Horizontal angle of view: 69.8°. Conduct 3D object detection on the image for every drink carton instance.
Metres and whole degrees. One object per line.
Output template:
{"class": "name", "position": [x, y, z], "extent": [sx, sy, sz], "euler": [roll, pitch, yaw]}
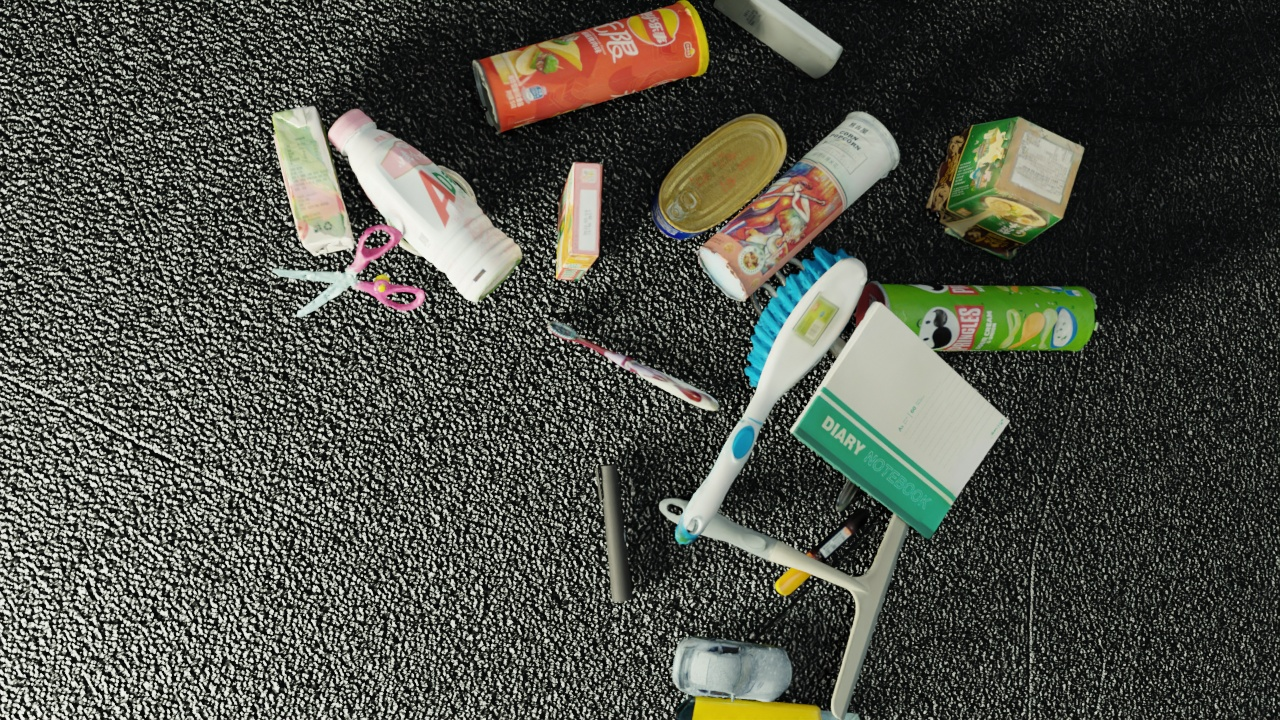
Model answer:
{"class": "drink carton", "position": [-0.296, -0.160, 0.826], "extent": [0.045, 0.053, 0.122], "euler": [-15, 90, -11]}

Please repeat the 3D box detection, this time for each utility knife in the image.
{"class": "utility knife", "position": [0.129, 0.351, 0.905], "extent": [0.197, 0.015, 0.033], "euler": [9, 102, -11]}

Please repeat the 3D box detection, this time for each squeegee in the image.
{"class": "squeegee", "position": [0.134, 0.186, 0.889], "extent": [0.246, 0.039, 0.246], "euler": [24, 78, -3]}

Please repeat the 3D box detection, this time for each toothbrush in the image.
{"class": "toothbrush", "position": [-0.005, 0.005, 0.893], "extent": [0.187, 0.017, 0.016], "euler": [26, 83, -8]}
{"class": "toothbrush", "position": [0.249, 0.077, 0.941], "extent": [0.015, 0.018, 0.181], "euler": [34, 83, -15]}

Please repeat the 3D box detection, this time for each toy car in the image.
{"class": "toy car", "position": [0.090, 0.300, 0.890], "extent": [0.120, 0.037, 0.054], "euler": [10, 85, -14]}

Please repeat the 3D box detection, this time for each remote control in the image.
{"class": "remote control", "position": [0.138, -0.334, 0.917], "extent": [0.135, 0.056, 0.019], "euler": [32, 81, -7]}

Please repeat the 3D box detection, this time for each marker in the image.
{"class": "marker", "position": [0.184, 0.192, 0.924], "extent": [0.123, 0.015, 0.018], "euler": [-39, 92, -12]}
{"class": "marker", "position": [-0.025, 0.165, 0.881], "extent": [0.022, 0.020, 0.132], "euler": [-6, 88, -22]}

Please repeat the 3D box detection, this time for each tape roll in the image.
{"class": "tape roll", "position": [-0.196, -0.140, 0.865], "extent": [0.085, 0.014, 0.085], "euler": [1, 87, -11]}

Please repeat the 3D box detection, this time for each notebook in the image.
{"class": "notebook", "position": [0.256, 0.063, 0.893], "extent": [0.209, 0.012, 0.150], "euler": [37, 85, -23]}

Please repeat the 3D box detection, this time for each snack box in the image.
{"class": "snack box", "position": [0.377, -0.181, 0.931], "extent": [0.117, 0.106, 0.118], "euler": [21, 84, -10]}
{"class": "snack box", "position": [-0.056, -0.119, 0.818], "extent": [0.027, 0.156, 0.077], "euler": [3, 87, -9]}

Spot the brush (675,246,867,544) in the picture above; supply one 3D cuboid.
{"class": "brush", "position": [0.117, 0.028, 0.874], "extent": [0.060, 0.109, 0.314], "euler": [33, 96, -13]}

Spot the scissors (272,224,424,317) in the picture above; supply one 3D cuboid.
{"class": "scissors", "position": [-0.259, -0.079, 0.824], "extent": [0.133, 0.017, 0.124], "euler": [6, 129, -18]}

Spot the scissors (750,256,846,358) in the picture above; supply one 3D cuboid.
{"class": "scissors", "position": [0.191, -0.036, 0.936], "extent": [0.173, 0.014, 0.140], "euler": [9, 87, -11]}

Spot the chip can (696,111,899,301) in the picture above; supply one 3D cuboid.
{"class": "chip can", "position": [0.155, -0.151, 0.905], "extent": [0.214, 0.071, 0.071], "euler": [-42, 95, -9]}

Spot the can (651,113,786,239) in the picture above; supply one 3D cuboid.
{"class": "can", "position": [0.075, -0.179, 0.901], "extent": [0.148, 0.049, 0.074], "euler": [-42, 95, -10]}

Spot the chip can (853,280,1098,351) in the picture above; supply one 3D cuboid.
{"class": "chip can", "position": [0.342, -0.043, 0.936], "extent": [0.236, 0.072, 0.072], "euler": [0, 87, -12]}

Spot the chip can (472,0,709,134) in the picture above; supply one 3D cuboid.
{"class": "chip can", "position": [-0.047, -0.280, 0.871], "extent": [0.216, 0.073, 0.073], "euler": [-19, 91, -11]}

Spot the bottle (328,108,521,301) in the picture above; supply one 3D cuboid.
{"class": "bottle", "position": [-0.196, -0.142, 0.824], "extent": [0.197, 0.068, 0.068], "euler": [45, 80, -3]}
